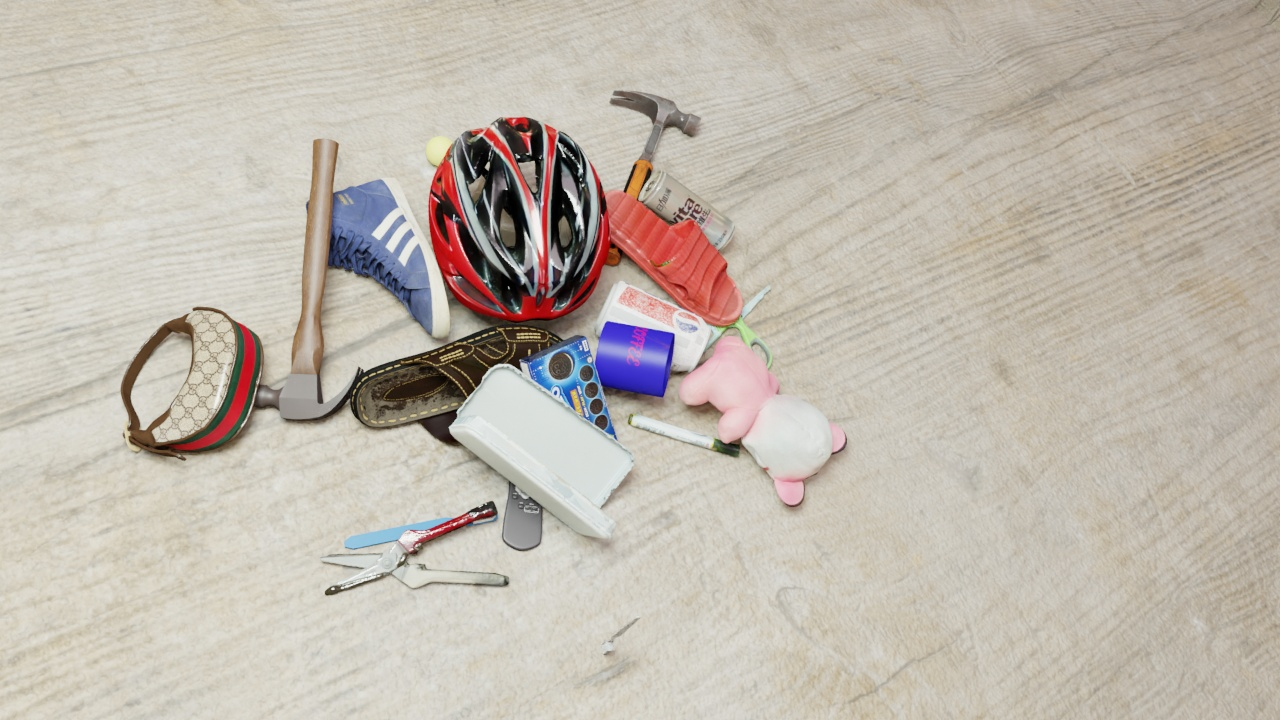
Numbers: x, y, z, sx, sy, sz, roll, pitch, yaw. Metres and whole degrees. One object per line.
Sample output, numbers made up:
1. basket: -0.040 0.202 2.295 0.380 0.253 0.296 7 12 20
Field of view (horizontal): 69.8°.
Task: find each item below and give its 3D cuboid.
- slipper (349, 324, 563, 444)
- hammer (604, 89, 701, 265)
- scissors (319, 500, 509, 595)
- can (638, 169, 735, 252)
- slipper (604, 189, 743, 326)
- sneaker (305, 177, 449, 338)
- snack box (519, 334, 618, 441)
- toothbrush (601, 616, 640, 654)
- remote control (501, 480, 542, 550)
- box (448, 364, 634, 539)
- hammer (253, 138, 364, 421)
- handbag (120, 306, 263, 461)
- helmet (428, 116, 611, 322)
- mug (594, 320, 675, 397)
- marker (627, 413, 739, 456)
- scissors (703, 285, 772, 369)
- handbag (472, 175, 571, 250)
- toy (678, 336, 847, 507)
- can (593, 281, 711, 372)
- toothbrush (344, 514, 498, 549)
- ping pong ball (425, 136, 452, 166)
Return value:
1. slipper: -0.192 0.031 1.050 0.267 0.113 0.075 -12 36 -22
2. hammer: -0.014 -0.268 1.316 0.137 0.035 0.313 23 58 -8
3. scissors: -0.228 0.209 0.983 0.179 0.015 0.187 36 70 -6
4. can: 0.066 -0.206 1.278 0.135 0.054 0.054 33 55 -19
5. slipper: 0.049 -0.147 1.226 0.249 0.059 0.103 40 51 -8
6. sneaker: -0.322 -0.120 1.095 0.118 0.092 0.233 -13 66 -29
7. snack box: -0.082 0.054 1.070 0.082 0.027 0.150 -28 111 -30
8. toothbrush: -0.020 0.278 0.923 0.010 0.182 0.010 -3 66 -14
9. remote control: -0.133 0.158 1.054 0.046 0.009 0.124 9 60 -14
10. box: -0.097 0.090 1.019 0.215 0.107 0.124 42 65 -19
11. hammer: -0.367 -0.093 1.037 0.115 0.033 0.322 3 82 -6
12. handbag: -0.483 0.025 0.975 0.138 0.063 0.166 1 69 13
13. helmet: -0.141 -0.179 1.095 0.217 0.167 0.271 -5 69 -18
14. mug: -0.007 0.007 1.121 0.083 0.111 0.079 11 60 6
15. marker: 0.055 0.093 1.149 0.146 0.017 0.017 17 58 -9
16. scissors: 0.126 -0.056 1.258 0.167 0.023 0.171 -14 63 -19
17. handbag: -0.136 -0.218 1.246 0.175 0.062 0.197 14 50 -11
18. toy: 0.157 0.069 1.148 0.213 0.084 0.141 47 49 -2
19. can: 0.015 -0.042 1.174 0.136 0.078 0.078 24 57 -5
20. toothbrush: -0.237 0.182 1.003 0.166 0.014 0.016 -8 65 -22
21. ping pong ball: -0.269 -0.281 1.234 0.040 0.040 0.040 8 60 -14
